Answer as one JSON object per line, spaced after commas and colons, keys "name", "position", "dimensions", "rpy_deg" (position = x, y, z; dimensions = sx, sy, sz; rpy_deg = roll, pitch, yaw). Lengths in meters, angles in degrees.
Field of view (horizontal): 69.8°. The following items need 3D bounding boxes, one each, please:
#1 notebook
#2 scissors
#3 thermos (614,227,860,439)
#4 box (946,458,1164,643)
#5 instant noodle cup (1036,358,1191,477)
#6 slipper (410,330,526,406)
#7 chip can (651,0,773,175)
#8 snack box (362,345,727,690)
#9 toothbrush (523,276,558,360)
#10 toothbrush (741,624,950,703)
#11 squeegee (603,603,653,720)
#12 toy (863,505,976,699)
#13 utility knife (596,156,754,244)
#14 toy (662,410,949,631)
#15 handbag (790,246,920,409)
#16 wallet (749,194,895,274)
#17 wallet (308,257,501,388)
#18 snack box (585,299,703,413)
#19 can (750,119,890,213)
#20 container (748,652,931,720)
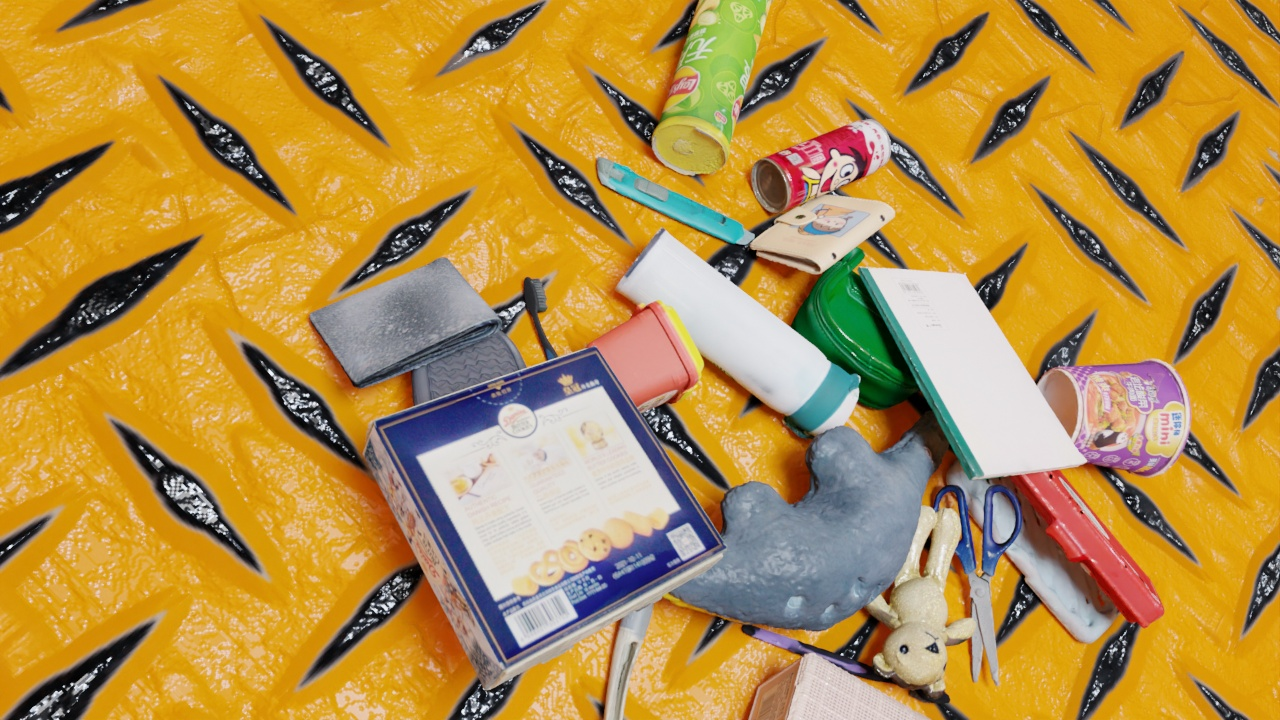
{"name": "notebook", "position": [0.283, 0.004, 0.790], "dimensions": [0.150, 0.012, 0.209], "rpy_deg": [-1, 56, -34]}
{"name": "scissors", "position": [0.284, 0.190, 0.795], "dimensions": [0.012, 0.128, 0.173], "rpy_deg": [11, 104, -54]}
{"name": "thermos", "position": [0.085, -0.017, 0.780], "dimensions": [0.224, 0.073, 0.073], "rpy_deg": [37, 65, -2]}
{"name": "box", "position": [0.364, 0.157, 0.826], "dimensions": [0.201, 0.092, 0.094], "rpy_deg": [51, 22, 3]}
{"name": "instant noodle cup", "position": [0.428, 0.051, 0.851], "dimensions": [0.099, 0.112, 0.111], "rpy_deg": [4, 71, -9]}
{"name": "slipper", "position": [-0.113, 0.094, 0.680], "dimensions": [0.110, 0.084, 0.267], "rpy_deg": [-3, 55, -24]}
{"name": "chip can", "position": [0.072, -0.282, 0.860], "dimensions": [0.072, 0.073, 0.220], "rpy_deg": [21, 67, -11]}
{"name": "snack box", "position": [-0.062, 0.094, 0.615], "dimensions": [0.177, 0.046, 0.182], "rpy_deg": [-20, 66, -34]}
{"name": "toothbrush", "position": [-0.065, 0.018, 0.749], "dimensions": [0.016, 0.014, 0.189], "rpy_deg": [-6, 74, -44]}
{"name": "toothbrush", "position": [0.168, 0.249, 0.751], "dimensions": [0.189, 0.017, 0.014], "rpy_deg": [21, 56, -7]}
{"name": "squeegee", "position": [-0.006, 0.212, 0.691], "dimensions": [0.246, 0.039, 0.246], "rpy_deg": [25, 60, -23]}
{"name": "toy", "position": [0.234, 0.194, 0.759], "dimensions": [0.105, 0.066, 0.157], "rpy_deg": [21, 61, -3]}
{"name": "utility knife", "position": [0.032, -0.143, 0.833], "dimensions": [0.161, 0.013, 0.029], "rpy_deg": [23, 68, -9]}
{"name": "toy", "position": [0.140, 0.135, 0.727], "dimensions": [0.355, 0.092, 0.138], "rpy_deg": [-21, 79, -26]}
{"name": "handbag", "position": [0.207, -0.031, 0.822], "dimensions": [0.131, 0.068, 0.120], "rpy_deg": [34, 60, -4]}
{"name": "wallet", "position": [0.164, -0.119, 0.839], "dimensions": [0.087, 0.024, 0.115], "rpy_deg": [26, 51, 39]}
{"name": "wallet", "position": [-0.180, -0.031, 0.702], "dimensions": [0.120, 0.019, 0.097], "rpy_deg": [-26, 48, -23]}
{"name": "snack box", "position": [-0.004, 0.004, 0.733], "dimensions": [0.080, 0.091, 0.082], "rpy_deg": [-25, 80, -16]}
{"name": "can", "position": [0.173, -0.186, 0.870], "dimensions": [0.132, 0.053, 0.053], "rpy_deg": [-25, 82, -24]}
{"name": "container", "position": [0.141, 0.286, 0.678], "dimensions": [0.111, 0.090, 0.090], "rpy_deg": [34, 44, -2]}
